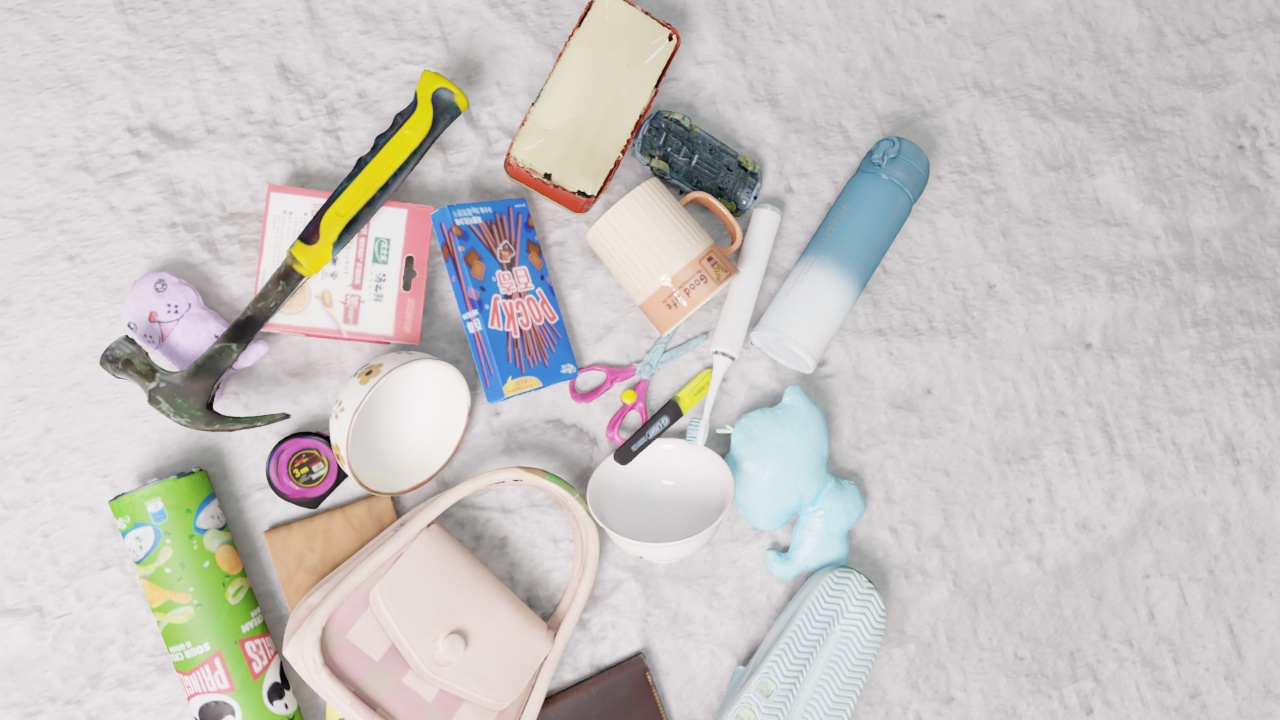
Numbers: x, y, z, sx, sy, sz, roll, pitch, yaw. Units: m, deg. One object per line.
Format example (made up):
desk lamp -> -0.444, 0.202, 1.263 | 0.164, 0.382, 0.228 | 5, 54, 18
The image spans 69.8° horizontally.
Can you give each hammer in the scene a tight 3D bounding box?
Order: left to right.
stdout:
hammer -> -0.239, -0.084, 0.684 | 0.126, 0.032, 0.323 | 38, 80, -6

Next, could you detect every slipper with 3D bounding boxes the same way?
slipper -> 0.119, 0.282, 0.762 | 0.104, 0.074, 0.245 | 34, 75, -7

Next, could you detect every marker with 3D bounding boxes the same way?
marker -> 0.023, 0.047, 0.770 | 0.123, 0.015, 0.018 | -40, 104, -26

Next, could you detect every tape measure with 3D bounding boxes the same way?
tape measure -> -0.260, 0.083, 0.713 | 0.058, 0.039, 0.057 | 43, 79, -11

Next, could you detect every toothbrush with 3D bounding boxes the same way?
toothbrush -> 0.079, -0.031, 0.783 | 0.026, 0.026, 0.220 | 10, 74, 30

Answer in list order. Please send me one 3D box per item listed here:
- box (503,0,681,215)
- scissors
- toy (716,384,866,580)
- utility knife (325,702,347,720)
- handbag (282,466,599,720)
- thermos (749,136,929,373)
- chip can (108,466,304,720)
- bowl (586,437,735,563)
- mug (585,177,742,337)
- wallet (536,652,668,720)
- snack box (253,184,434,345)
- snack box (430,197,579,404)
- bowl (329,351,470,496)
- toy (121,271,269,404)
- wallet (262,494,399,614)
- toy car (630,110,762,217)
box -> -0.041, -0.214, 0.755 | 0.091, 0.079, 0.168 | 28, 81, -10
scissors -> -0.004, 0.003, 0.783 | 0.096, 0.017, 0.137 | 31, 75, 1
toy -> 0.128, 0.106, 0.787 | 0.156, 0.050, 0.161 | 22, 90, -17
utility knife -> -0.226, 0.237, 0.715 | 0.031, 0.019, 0.173 | 5, 97, -9
handbag -> -0.129, 0.186, 0.704 | 0.193, 0.093, 0.233 | 48, 68, -18
thermos -> 0.177, -0.096, 0.800 | 0.070, 0.070, 0.220 | 34, 81, -8
chip can -> -0.315, 0.197, 0.678 | 0.072, 0.072, 0.236 | -21, 91, -12
bowl -> 0.019, 0.125, 0.747 | 0.118, 0.118, 0.065 | -17, 128, -12
mug -> 0.028, -0.095, 0.760 | 0.114, 0.082, 0.106 | -40, 91, -18
wallet -> -0.037, 0.310, 0.756 | 0.122, 0.020, 0.096 | -21, 96, -13
snack box -> -0.232, -0.072, 0.724 | 0.127, 0.044, 0.113 | 6, 85, -10
snack box -> -0.107, -0.051, 0.737 | 0.084, 0.026, 0.157 | -18, 91, -48
bowl -> -0.194, 0.042, 0.706 | 0.062, 0.113, 0.113 | 24, 79, 33
toy -> -0.348, -0.019, 0.701 | 0.108, 0.039, 0.084 | 44, 100, -8
wallet -> -0.230, 0.172, 0.725 | 0.101, 0.020, 0.115 | -18, 93, -11
toy car -> 0.050, -0.169, 0.794 | 0.120, 0.037, 0.054 | 26, 81, -19
